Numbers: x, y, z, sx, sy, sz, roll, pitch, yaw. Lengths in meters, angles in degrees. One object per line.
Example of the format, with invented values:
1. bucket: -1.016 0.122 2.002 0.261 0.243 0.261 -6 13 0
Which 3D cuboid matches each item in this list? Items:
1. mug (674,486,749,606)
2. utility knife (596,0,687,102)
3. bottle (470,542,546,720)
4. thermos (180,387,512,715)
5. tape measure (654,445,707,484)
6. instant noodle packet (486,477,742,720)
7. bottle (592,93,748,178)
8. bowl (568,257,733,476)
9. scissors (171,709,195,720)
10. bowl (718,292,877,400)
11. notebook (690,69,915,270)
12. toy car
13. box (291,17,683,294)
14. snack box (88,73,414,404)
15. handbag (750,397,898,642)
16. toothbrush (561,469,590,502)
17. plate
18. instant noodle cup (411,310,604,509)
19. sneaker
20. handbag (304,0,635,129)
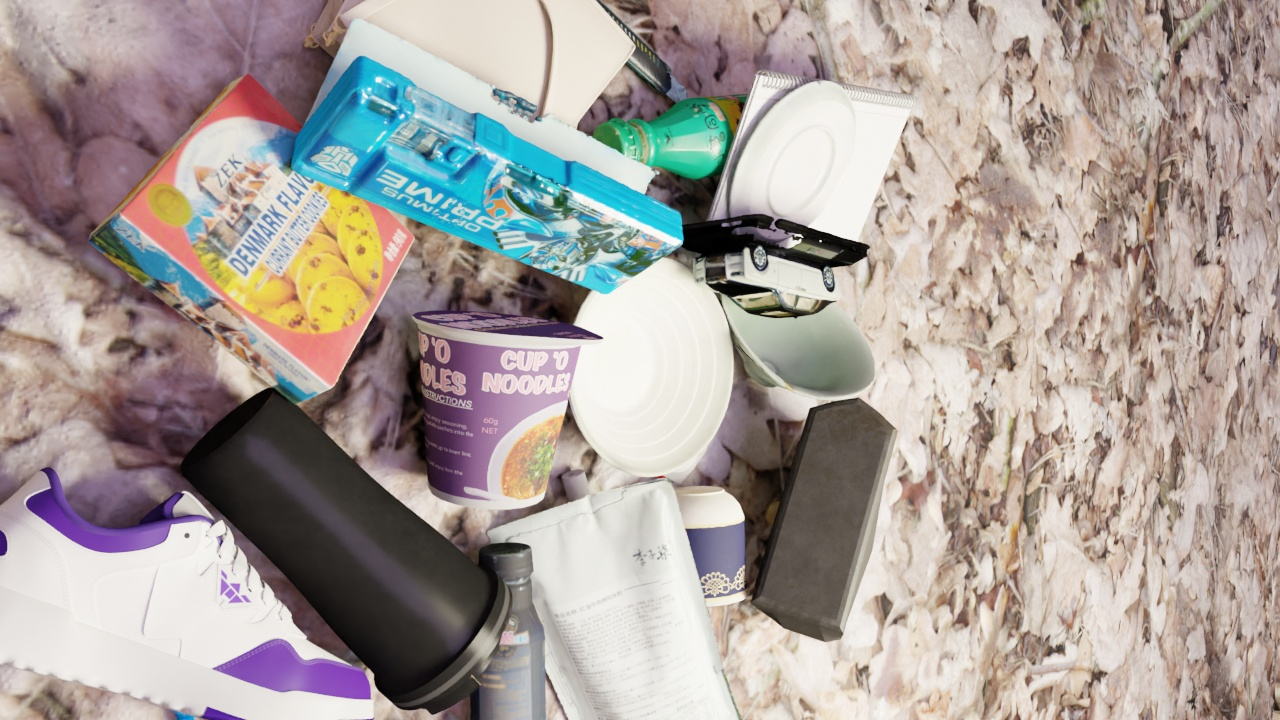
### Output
1. mug: 0.052 0.156 0.800 0.111 0.086 0.089 -2 90 -76
2. utility knife: -0.020 -0.267 0.758 0.187 0.020 0.028 32 72 -35
3. bottle: -0.099 0.217 0.681 0.056 0.056 0.161 -3 93 -40
4. thermos: -0.183 0.119 0.584 0.105 0.106 0.218 -50 116 -28
5. tape measure: 0.027 0.072 0.807 0.060 0.020 0.062 -42 117 -32
6. instant noodle packet: -0.009 0.228 0.742 0.147 0.057 0.269 -18 107 -1
7. bottle: 0.050 -0.191 0.788 0.209 0.068 0.068 -18 103 -39
8. bowl: -0.004 0.004 0.754 0.176 0.058 0.176 -1 92 -40
9. scissors: -0.273 0.204 0.562 0.070 0.022 0.130 -30 105 -31
10. bowl: 0.130 -0.011 0.855 0.174 0.068 0.173 20 40 -18
11. notebook: 0.158 -0.169 0.854 0.245 0.013 0.178 -9 126 -44
12. toy car: 0.115 -0.074 0.785 0.191 0.094 0.071 6 81 -50
13. box: -0.091 -0.129 0.605 0.243 0.092 0.085 20 55 -37
14. snack box: -0.220 -0.073 0.547 0.145 0.040 0.142 47 38 -31
15. handbag: 0.169 0.157 0.866 0.199 0.102 0.197 62 46 -63
16. toothbrush: -0.032 0.179 0.761 0.019 0.018 0.188 -24 107 -35
17. plate: 0.139 -0.169 0.810 0.156 0.014 0.157 -28 139 -28
18. instant noodle cup: -0.096 0.035 0.641 0.121 0.137 0.122 -13 111 -66
19. sneaker: -0.256 0.139 0.524 0.244 0.092 0.111 31 59 -31
20. handbag: -0.129 -0.198 0.631 0.194 0.101 0.197 39 79 -34
